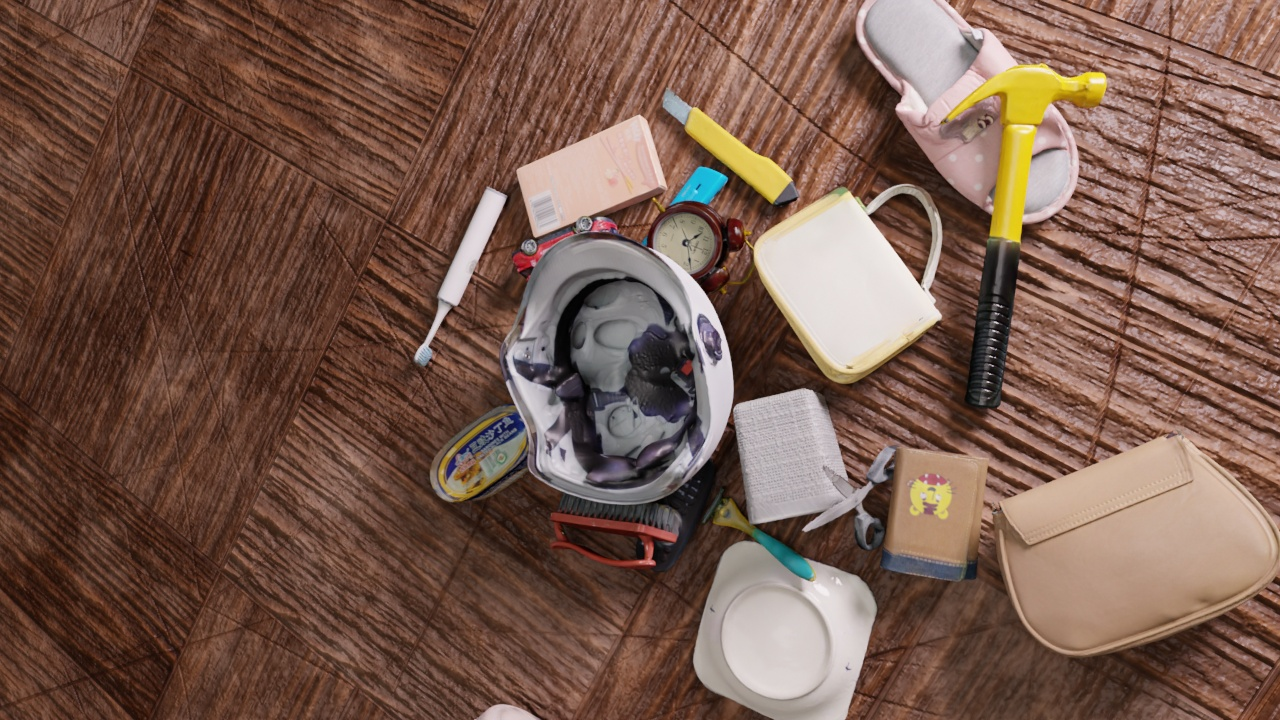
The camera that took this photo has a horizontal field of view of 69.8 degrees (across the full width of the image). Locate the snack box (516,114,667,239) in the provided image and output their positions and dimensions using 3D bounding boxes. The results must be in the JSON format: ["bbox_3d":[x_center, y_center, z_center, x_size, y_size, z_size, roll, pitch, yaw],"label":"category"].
[{"bbox_3d":[-0.055,-0.197,0.999,0.157,0.026,0.084,-19,81,19],"label":"snack box"}]

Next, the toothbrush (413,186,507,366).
[{"bbox_3d":[-0.211,-0.094,1.054,0.026,0.026,0.221,30,98,30],"label":"toothbrush"}]

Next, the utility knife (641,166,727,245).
[{"bbox_3d":[0.029,-0.137,0.969,0.034,0.018,0.162,43,104,17],"label":"utility knife"}]

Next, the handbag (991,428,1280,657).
[{"bbox_3d":[0.406,0.157,0.769,0.205,0.099,0.147,-27,71,18],"label":"handbag"}]

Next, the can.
[{"bbox_3d":[-0.165,0.102,1.015,0.148,0.049,0.074,-36,75,16],"label":"can"}]

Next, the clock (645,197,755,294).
[{"bbox_3d":[0.058,-0.115,0.929,0.122,0.055,0.082,24,104,5],"label":"clock"}]

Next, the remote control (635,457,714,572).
[{"bbox_3d":[0.038,0.153,0.947,0.053,0.024,0.136,28,100,24],"label":"remote control"}]

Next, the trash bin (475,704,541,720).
[{"bbox_3d":[-0.153,0.469,0.920,0.227,0.227,0.192,38,88,19],"label":"trash bin"}]

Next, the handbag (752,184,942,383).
[{"bbox_3d":[0.217,-0.085,0.879,0.179,0.063,0.163,-33,76,1],"label":"handbag"}]

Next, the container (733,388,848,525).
[{"bbox_3d":[0.144,0.091,0.877,0.090,0.090,0.114,-14,79,20],"label":"container"}]

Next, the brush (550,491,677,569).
[{"bbox_3d":[-0.037,0.174,0.943,0.146,0.063,0.069,0,71,40],"label":"brush"}]

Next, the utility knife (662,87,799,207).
[{"bbox_3d":[0.090,-0.222,0.950,0.192,0.015,0.033,44,99,18],"label":"utility knife"}]

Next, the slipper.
[{"bbox_3d":[0.298,-0.244,0.849,0.114,0.054,0.274,-36,77,15],"label":"slipper"}]

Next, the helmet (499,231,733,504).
[{"bbox_3d":[-0.005,0.005,0.901,0.230,0.145,0.258,-9,91,30],"label":"helmet"}]

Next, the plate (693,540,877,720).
[{"bbox_3d":[0.135,0.272,0.899,0.164,0.034,0.164,15,93,21],"label":"plate"}]

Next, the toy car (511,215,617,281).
[{"bbox_3d":[-0.080,-0.119,0.993,0.121,0.052,0.045,-22,81,22],"label":"toy car"}]

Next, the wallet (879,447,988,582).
[{"bbox_3d":[0.271,0.141,0.843,0.090,0.033,0.115,8,88,-2],"label":"wallet"}]

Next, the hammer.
[{"bbox_3d":[0.322,-0.107,0.814,0.129,0.032,0.301,5,101,9],"label":"hammer"}]

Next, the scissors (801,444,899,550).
[{"bbox_3d":[0.194,0.125,0.824,0.014,0.178,0.159,17,134,39],"label":"scissors"}]

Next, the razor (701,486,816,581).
[{"bbox_3d":[0.120,0.177,0.904,0.132,0.028,0.043,33,90,32],"label":"razor"}]
